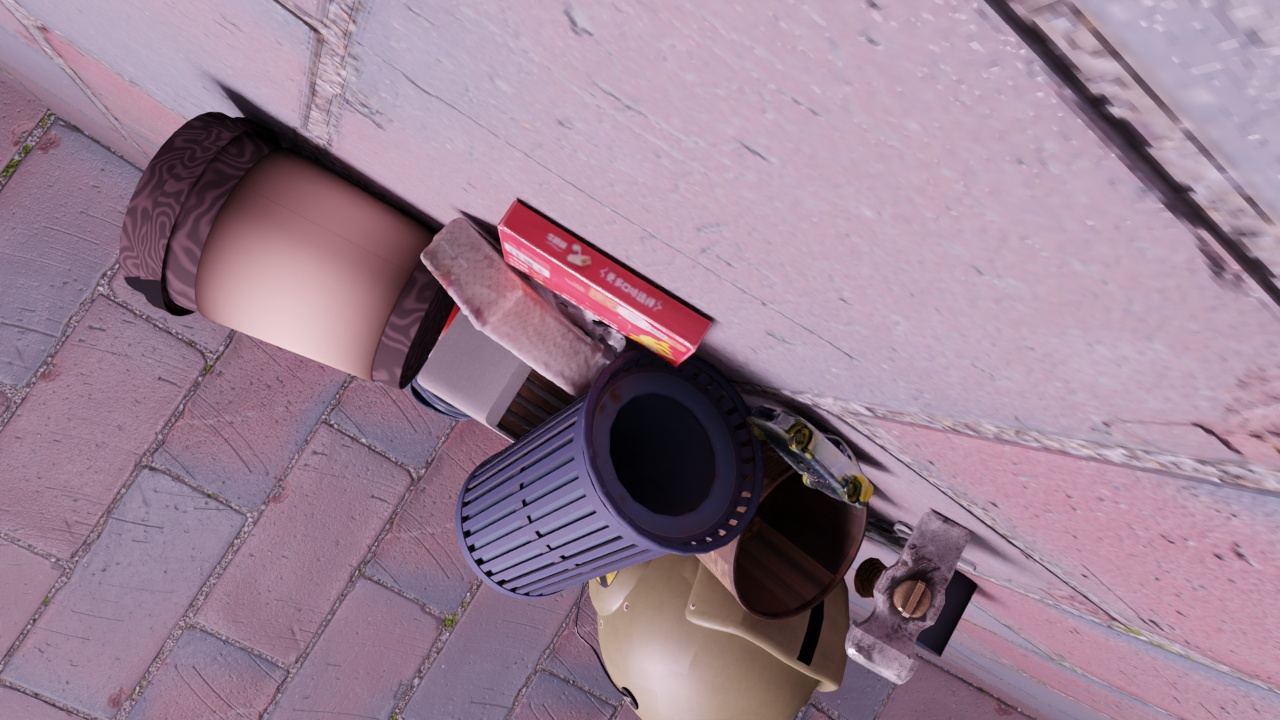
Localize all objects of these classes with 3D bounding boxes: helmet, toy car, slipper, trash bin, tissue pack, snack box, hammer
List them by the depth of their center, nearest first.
[{"bbox_3d":[-0.024,-0.043,0.557,0.133,0.021,0.089,32,171,-1],"label":"snack box"},{"bbox_3d":[0.117,0.061,0.620,0.105,0.033,0.048,41,169,-29],"label":"toy car"},{"bbox_3d":[-0.070,-0.031,0.680,0.104,0.071,0.181,44,178,34],"label":"tissue pack"},{"bbox_3d":[-0.039,0.098,0.690,0.139,0.139,0.250,34,145,-17],"label":"trash bin"},{"bbox_3d":[0.214,0.194,0.795,0.049,0.121,0.319,28,175,12],"label":"hammer"},{"bbox_3d":[0.082,0.231,0.865,0.250,0.255,0.233,35,179,-28],"label":"helmet"},{"bbox_3d":[-0.079,0.039,0.890,0.114,0.114,0.229,23,168,44],"label":"trash bin"},{"bbox_3d":[-0.233,0.008,1.054,0.101,0.083,0.263,25,-161,-23],"label":"slipper"}]

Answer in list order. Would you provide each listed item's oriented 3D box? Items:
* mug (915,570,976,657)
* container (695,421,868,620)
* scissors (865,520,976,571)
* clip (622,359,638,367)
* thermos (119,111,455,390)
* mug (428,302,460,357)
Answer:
[{"bbox_3d":[0.284,0.243,0.914,0.071,0.077,0.105,27,170,28],"label":"mug"},{"bbox_3d":[0.076,0.109,0.744,0.132,0.132,0.167,38,175,-37],"label":"container"},{"bbox_3d":[0.233,0.162,0.846,0.090,0.014,0.172,34,168,-7],"label":"scissors"},{"bbox_3d":[-0.001,0.007,0.791,0.037,0.013,0.053,35,173,-20],"label":"clip"},{"bbox_3d":[-0.273,-0.081,0.759,0.226,0.172,0.173,26,172,-4],"label":"thermos"},{"bbox_3d":[-0.185,-0.017,0.970,0.076,0.111,0.075,31,136,0],"label":"mug"}]
